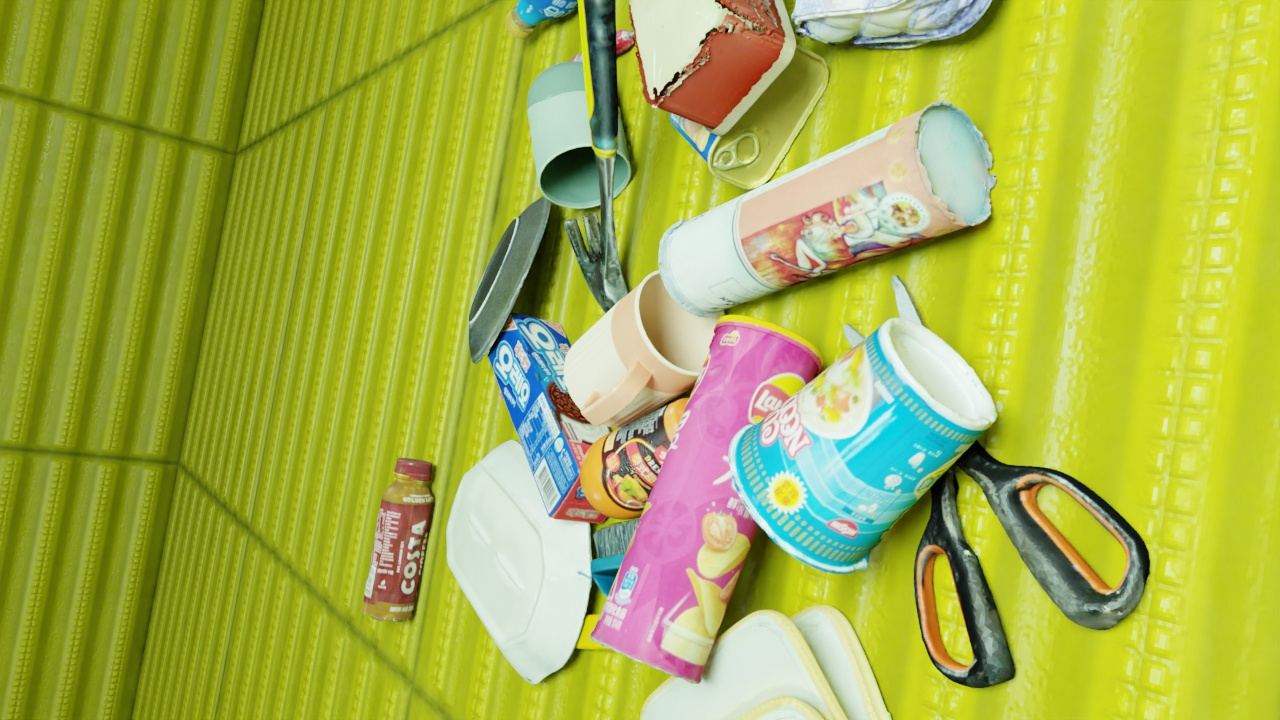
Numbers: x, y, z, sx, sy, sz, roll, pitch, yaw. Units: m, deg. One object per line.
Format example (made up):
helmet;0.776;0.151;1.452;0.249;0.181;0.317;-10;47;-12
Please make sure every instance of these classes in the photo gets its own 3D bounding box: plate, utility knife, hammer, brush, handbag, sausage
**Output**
plate;-0.134;-0.083;0.886;0.180;0.024;0.179;-57;18;29
utility knife;-0.016;0.205;0.702;0.168;0.015;0.033;-21;58;52
hammer;-0.030;-0.176;0.685;0.126;0.031;0.324;-126;26;-46
brush;0.015;0.143;0.639;0.144;0.055;0.073;-24;58;50
plate;-0.121;0.172;0.830;0.266;0.034;0.162;33;107;57
handbag;0.077;0.250;0.526;0.164;0.063;0.178;-51;47;37
sausage;-0.051;-0.289;0.884;0.156;0.020;0.020;-4;77;54
handbag;0.166;-0.281;0.530;0.134;0.075;0.194;32;106;58

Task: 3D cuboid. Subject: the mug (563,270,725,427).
mug;-0.004;0.004;0.666;0.106;0.081;0.114;-37;13;46

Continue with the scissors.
scissors;0.159;0.064;0.488;0.227;0.021;0.198;36;111;52

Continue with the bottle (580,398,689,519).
bottle;0.021;0.061;0.655;0.150;0.066;0.066;-37;52;35

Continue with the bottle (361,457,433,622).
bottle;-0.266;0.197;1.019;0.058;0.057;0.175;8;87;55

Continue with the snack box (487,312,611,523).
snack box;-0.075;0.043;0.792;0.057;0.058;0.207;-57;41;27

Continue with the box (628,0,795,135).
box;0.034;-0.243;0.606;0.092;0.076;0.168;-43;44;42

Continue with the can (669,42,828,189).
can;0.073;-0.187;0.650;0.102;0.057;0.083;-59;37;25

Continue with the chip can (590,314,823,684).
chip can;0.042;0.080;0.554;0.071;0.071;0.210;3;66;55

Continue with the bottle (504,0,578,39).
bottle;-0.069;-0.386;0.894;0.219;0.065;0.065;-25;61;49

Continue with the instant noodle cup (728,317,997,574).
instant noodle cup;0.117;0.039;0.471;0.110;0.099;0.099;-51;43;32

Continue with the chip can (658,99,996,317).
chip can;0.104;-0.085;0.565;0.215;0.071;0.071;-18;67;51

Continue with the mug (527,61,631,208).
mug;-0.059;-0.195;0.823;0.112;0.082;0.106;112;151;-58
